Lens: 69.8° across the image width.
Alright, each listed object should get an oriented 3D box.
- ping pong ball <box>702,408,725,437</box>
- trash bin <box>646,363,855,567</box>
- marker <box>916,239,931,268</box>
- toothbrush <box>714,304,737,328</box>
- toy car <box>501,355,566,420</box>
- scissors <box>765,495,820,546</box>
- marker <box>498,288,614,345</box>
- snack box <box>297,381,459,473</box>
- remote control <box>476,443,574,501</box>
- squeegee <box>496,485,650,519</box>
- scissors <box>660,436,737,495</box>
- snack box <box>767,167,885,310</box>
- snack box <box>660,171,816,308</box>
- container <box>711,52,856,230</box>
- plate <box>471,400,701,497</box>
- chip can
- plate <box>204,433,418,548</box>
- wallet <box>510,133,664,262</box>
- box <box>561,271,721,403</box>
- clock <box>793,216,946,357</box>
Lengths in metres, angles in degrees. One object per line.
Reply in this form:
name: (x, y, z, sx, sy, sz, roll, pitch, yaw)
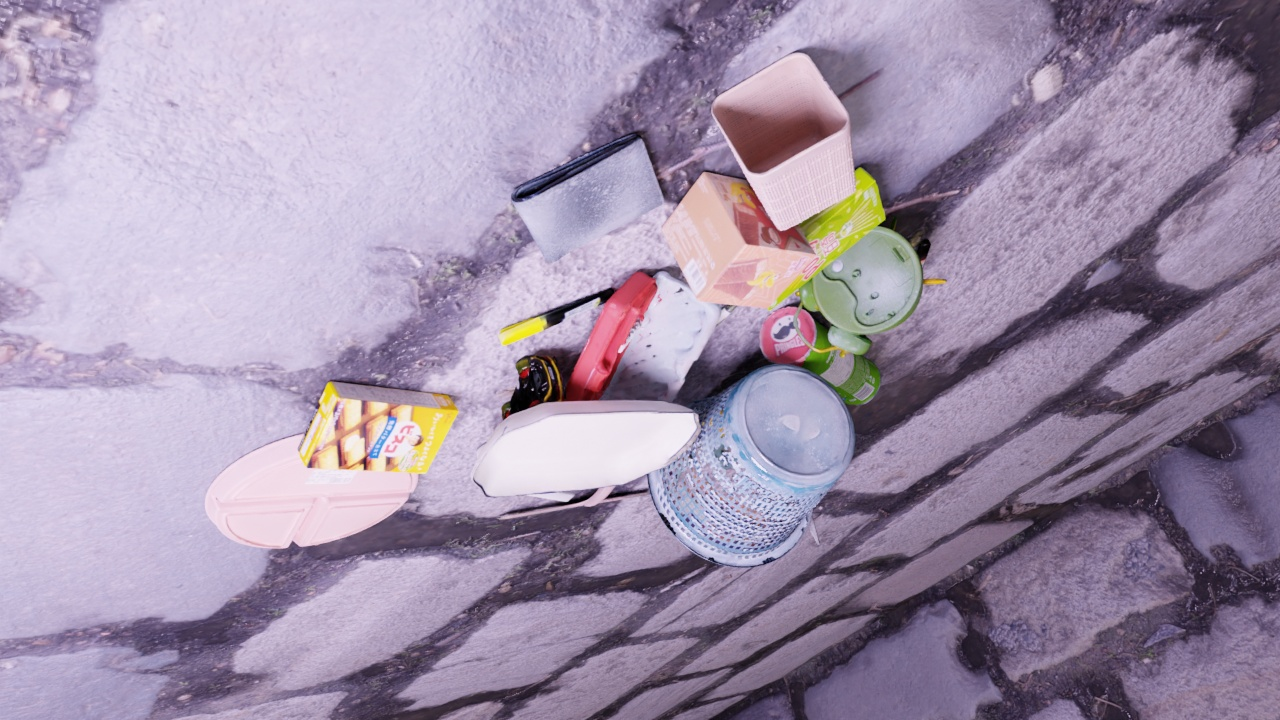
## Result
ping pong ball: (0.103, 0.083, 1.228, 0.040, 0.040, 0.040, -18, 150, -11)
trash bin: (0.144, 0.109, 1.083, 0.226, 0.226, 0.196, -10, 157, -24)
marker: (0.333, -0.104, 1.121, 0.018, 0.015, 0.124, -19, 148, -12)
toothbrush: (0.086, -0.048, 1.031, 0.017, 0.012, 0.186, 14, 134, -40)
toy car: (-0.118, 0.054, 0.990, 0.041, 0.071, 0.156, -5, 147, -26)
scissors: (0.214, 0.145, 1.241, 0.021, 0.233, 0.221, 16, 119, -26)
marker: (-0.083, -0.045, 0.912, 0.124, 0.015, 0.018, -23, 152, -8)
snack box: (-0.262, 0.070, 0.925, 0.140, 0.034, 0.087, 9, 119, -48)
remote control: (-0.138, 0.138, 1.123, 0.021, 0.058, 0.150, -39, 148, 20)
squeegee: (-0.041, 0.148, 1.232, 0.247, 0.040, 0.250, -4, 144, -31)
scissors: (0.072, 0.151, 1.329, 0.181, 0.019, 0.170, -37, 149, 10)
snack box: (0.176, -0.120, 0.935, 0.156, 0.026, 0.086, -39, 152, 5)
snack box: (0.090, -0.110, 0.849, 0.094, 0.092, 0.077, 2, 141, -38)
container: (0.126, -0.177, 0.774, 0.090, 0.090, 0.111, -29, 154, 7)
plate: (-0.056, 0.087, 0.976, 0.265, 0.034, 0.162, 0, 144, -37)
chip can: (0.232, 0.000, 1.155, 0.072, 0.072, 0.235, -36, 149, 20)
plate: (-0.354, 0.148, 1.012, 0.229, 0.028, 0.230, -18, 149, -11)
wallet: (-0.042, -0.138, 0.787, 0.121, 0.019, 0.097, -26, 153, 1)
box: (-0.004, 0.004, 0.959, 0.102, 0.100, 0.202, -50, 172, -42)
clock: (0.237, -0.073, 1.000, 0.161, 0.116, 0.056, -39, 158, 19)
